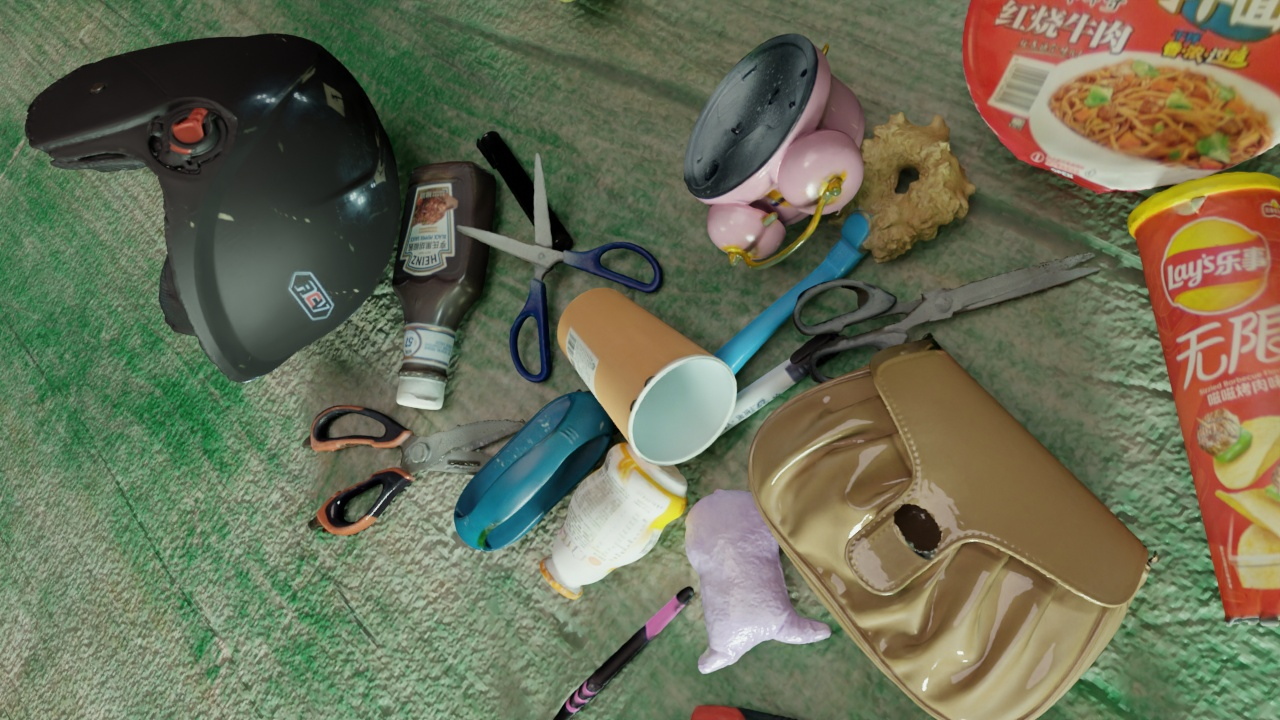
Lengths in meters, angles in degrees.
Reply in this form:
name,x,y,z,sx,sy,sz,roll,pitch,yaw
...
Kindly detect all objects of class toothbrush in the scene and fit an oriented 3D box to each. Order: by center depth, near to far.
name,x,y,z,sx,sy,sz,roll,pitch,yaw
toothbrush,-0.032,0.216,0.611,0.189,0.017,0.014,-47,63,9

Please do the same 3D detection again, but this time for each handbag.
name,x,y,z,sx,sy,sz,roll,pitch,yaw
handbag,0.158,0.089,0.496,0.148,0.099,0.204,-44,66,8

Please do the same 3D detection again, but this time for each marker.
name,x,y,z,sx,sy,sz,roll,pitch,yaw
marker,0.075,0.021,0.600,0.131,0.022,0.018,-36,37,14
marker,-0.092,-0.134,0.724,0.132,0.022,0.020,56,139,26

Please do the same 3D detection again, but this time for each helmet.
name,x,y,z,sx,sy,sz,roll,pitch,yaw
helmet,-0.299,-0.123,0.709,0.230,0.234,0.274,-23,61,-11

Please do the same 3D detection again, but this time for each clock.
name,x,y,z,sx,sy,sz,roll,pitch,yaw
clock,0.086,-0.127,0.578,0.117,0.059,0.158,-33,40,41

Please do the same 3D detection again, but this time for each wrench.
name,x,y,z,sx,sy,sz,roll,pitch,yaw
wrench,0.153,0.225,0.513,0.274,0.016,0.056,-5,76,26

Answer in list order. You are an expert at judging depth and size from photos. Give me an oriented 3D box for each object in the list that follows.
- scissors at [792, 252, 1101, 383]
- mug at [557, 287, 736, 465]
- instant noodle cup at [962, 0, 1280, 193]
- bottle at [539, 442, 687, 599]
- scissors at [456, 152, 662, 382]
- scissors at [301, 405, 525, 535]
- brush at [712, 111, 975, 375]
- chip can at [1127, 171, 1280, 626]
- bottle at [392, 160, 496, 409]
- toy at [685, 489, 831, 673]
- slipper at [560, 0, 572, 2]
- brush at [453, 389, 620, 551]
name,x,y,z,sx,sy,sz,roll,pitch,yaw
scissors,0.176,-0.041,0.547,0.136,0.014,0.175,38,109,-1
mug,-0.004,0.004,0.604,0.078,0.078,0.123,-54,43,6
instant noodle cup,0.284,-0.177,0.514,0.194,0.065,0.193,-7,74,25
bottle,-0.020,0.106,0.604,0.108,0.063,0.063,-49,61,8
scissors,-0.063,-0.069,0.680,0.162,0.012,0.173,-2,90,18
scissors,-0.188,0.083,0.726,0.196,0.015,0.216,44,98,29
brush,0.108,-0.051,0.590,0.255,0.045,0.083,-46,66,16
chip can,0.304,0.019,0.454,0.073,0.073,0.216,-13,73,24
bottle,-0.162,-0.059,0.730,0.080,0.044,0.194,1,79,29
toy,0.065,0.130,0.570,0.084,0.039,0.108,-16,66,8
slipper,-0.031,-0.362,0.723,0.081,0.092,0.190,9,68,-11
brush,-0.076,0.078,0.632,0.144,0.073,0.055,-44,87,13
